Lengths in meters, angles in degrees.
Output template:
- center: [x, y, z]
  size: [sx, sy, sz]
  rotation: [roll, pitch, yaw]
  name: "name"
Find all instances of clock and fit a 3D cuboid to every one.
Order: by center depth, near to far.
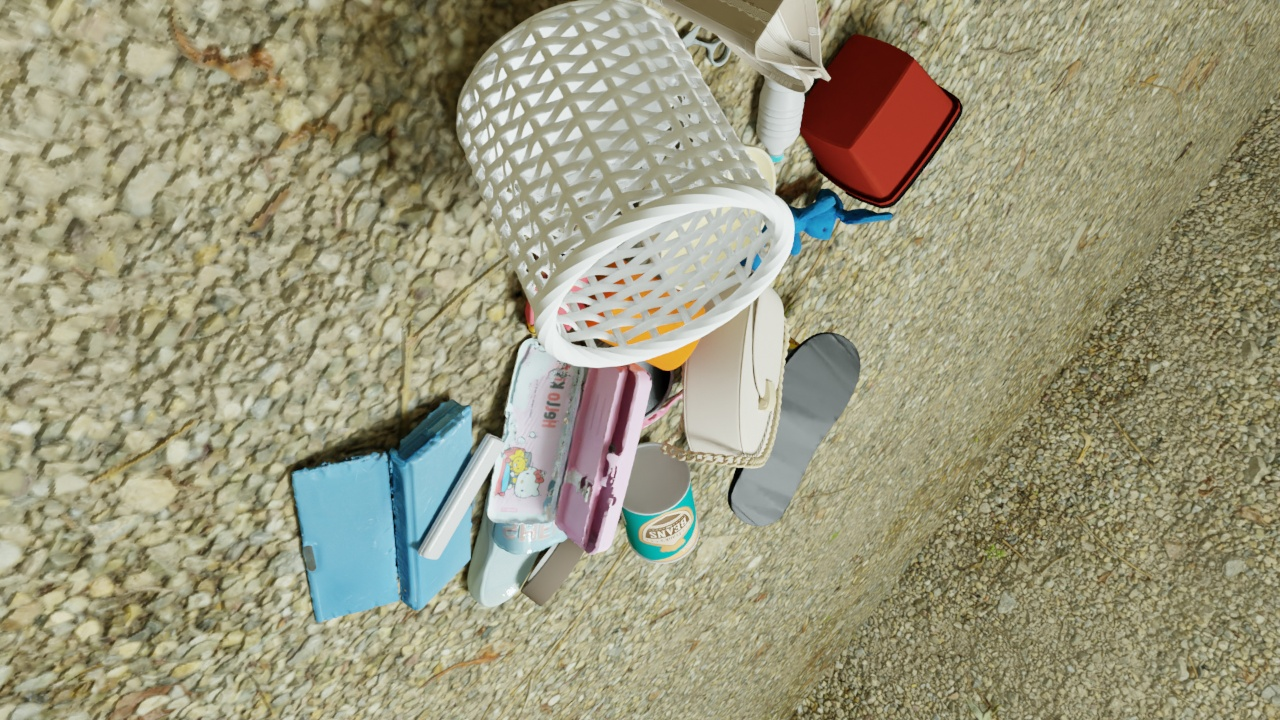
- center: [-0.006, 0.006, 0.969]
  size: [0.148, 0.056, 0.104]
  rotation: [-45, 125, -3]
  name: "clock"

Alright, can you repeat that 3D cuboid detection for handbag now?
- center: [0.074, -0.254, 0.702]
  size: [0.062, 0.175, 0.197]
  rotation: [-56, 151, 9]
  name: "handbag"
- center: [0.098, 0.008, 1.015]
  size: [0.210, 0.103, 0.208]
  rotation: [17, 78, -72]
  name: "handbag"

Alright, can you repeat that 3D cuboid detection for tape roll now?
- center: [-0.104, 0.248, 1.104]
  size: [0.094, 0.030, 0.093]
  rotation: [-52, -178, 2]
  name: "tape roll"

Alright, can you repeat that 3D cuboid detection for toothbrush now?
- center: [0.019, 0.064, 1.123]
  size: [0.134, 0.016, 0.022]
  rotation: [-27, 142, -34]
  name: "toothbrush"

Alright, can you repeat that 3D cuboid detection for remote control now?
- center: [-0.169, 0.130, 0.875]
  size: [0.131, 0.012, 0.033]
  rotation: [-60, 160, -5]
  name: "remote control"

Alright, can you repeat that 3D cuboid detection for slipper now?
- center: [-0.124, 0.190, 1.018]
  size: [0.103, 0.074, 0.246]
  rotation: [-13, 135, -47]
  name: "slipper"
- center: [0.182, 0.079, 1.184]
  size: [0.109, 0.083, 0.265]
  rotation: [24, 94, -20]
  name: "slipper"

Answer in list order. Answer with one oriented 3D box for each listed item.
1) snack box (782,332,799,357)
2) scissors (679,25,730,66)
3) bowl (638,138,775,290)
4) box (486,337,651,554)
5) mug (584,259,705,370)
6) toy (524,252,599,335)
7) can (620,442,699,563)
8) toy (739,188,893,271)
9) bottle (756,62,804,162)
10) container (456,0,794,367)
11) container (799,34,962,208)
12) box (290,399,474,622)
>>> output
- center: [0.148, 0.001, 1.177]
  size: [0.105, 0.061, 0.084]
  rotation: [0, 124, -53]
  name: "snack box"
- center: [0.042, -0.283, 0.782]
  size: [0.152, 0.014, 0.131]
  rotation: [-16, 136, -48]
  name: "scissors"
- center: [0.051, -0.149, 0.877]
  size: [0.150, 0.075, 0.151]
  rotation: [-32, 144, -28]
  name: "bowl"
- center: [-0.075, 0.086, 0.900]
  size: [0.101, 0.111, 0.201]
  rotation: [0, 111, -39]
  name: "box"
- center: [0.009, -0.041, 0.872]
  size: [0.096, 0.113, 0.077]
  rotation: [26, 86, -26]
  name: "mug"
- center: [-0.076, -0.063, 0.841]
  size: [0.084, 0.046, 0.104]
  rotation: [-37, 154, -46]
  name: "toy"
- center: [0.021, 0.184, 1.172]
  size: [0.099, 0.099, 0.144]
  rotation: [-39, 147, -18]
  name: "can"
- center: [0.184, -0.155, 1.052]
  size: [0.176, 0.113, 0.071]
  rotation: [-23, 107, -6]
  name: "toy"
- center: [0.139, -0.258, 0.905]
  size: [0.044, 0.044, 0.136]
  rotation: [-32, 145, -27]
  name: "bottle"
- center: [-0.016, -0.123, 0.658]
  size: [0.189, 0.186, 0.190]
  rotation: [-21, 155, -10]
  name: "container"
- center: [0.268, -0.249, 1.013]
  size: [0.148, 0.127, 0.200]
  rotation: [-55, 142, 7]
  name: "container"
- center: [-0.229, 0.158, 0.869]
  size: [0.174, 0.060, 0.232]
  rotation: [-26, 142, -33]
  name: "box"
